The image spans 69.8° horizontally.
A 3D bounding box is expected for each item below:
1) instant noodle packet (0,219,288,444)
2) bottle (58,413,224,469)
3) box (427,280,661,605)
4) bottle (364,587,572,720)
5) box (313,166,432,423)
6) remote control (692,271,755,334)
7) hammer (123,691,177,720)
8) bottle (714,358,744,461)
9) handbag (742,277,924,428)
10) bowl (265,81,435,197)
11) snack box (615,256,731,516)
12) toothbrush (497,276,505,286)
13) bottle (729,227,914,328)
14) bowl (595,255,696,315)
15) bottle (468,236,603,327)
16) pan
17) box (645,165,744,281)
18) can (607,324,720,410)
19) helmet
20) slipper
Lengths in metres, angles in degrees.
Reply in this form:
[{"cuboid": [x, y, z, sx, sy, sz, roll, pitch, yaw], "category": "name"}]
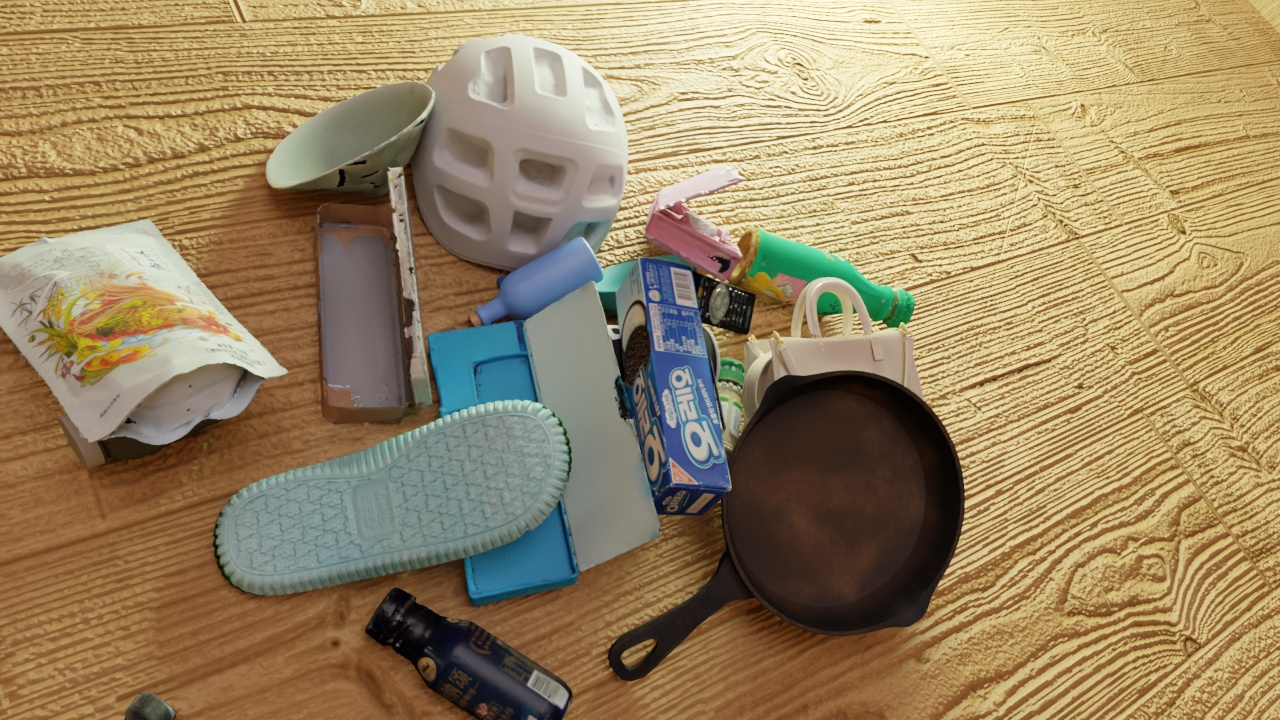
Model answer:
[{"cuboid": [-0.390, -0.036, 0.687, 0.146, 0.057, 0.269, -26, 48, -38], "category": "instant noodle packet"}, {"cuboid": [-0.371, 0.038, 0.692, 0.108, 0.060, 0.060, -31, 76, -35], "category": "bottle"}, {"cuboid": [-0.083, 0.068, 0.780, 0.174, 0.063, 0.243, -19, 64, 8], "category": "box"}, {"cuboid": [-0.128, 0.228, 0.685, 0.161, 0.056, 0.056, 34, 52, -2], "category": "bottle"}, {"cuboid": [-0.239, -0.054, 0.803, 0.107, 0.095, 0.216, -12, 64, -2], "category": "box"}, {"cuboid": [0.078, -0.056, 0.927, 0.140, 0.021, 0.045, 11, 90, -59], "category": "remote control"}, {"cuboid": [-0.223, 0.357, 0.580, 0.333, 0.033, 0.132, 34, 51, -2], "category": "hammer"}, {"cuboid": [0.080, 0.052, 0.897, 0.042, 0.043, 0.109, 20, 55, -12], "category": "bottle"}, {"cuboid": [0.186, 0.018, 0.896, 0.194, 0.101, 0.198, -4, 89, -26], "category": "handbag"}, {"cuboid": [-0.263, -0.193, 0.876, 0.174, 0.068, 0.173, -15, 40, 13], "category": "bowl"}, {"cuboid": [0.024, 0.017, 0.777, 0.059, 0.060, 0.226, 7, 55, -24], "category": "snack box"}, {"cuboid": [-0.084, -0.045, 0.900, 0.132, 0.016, 0.021, 33, 79, -2], "category": "toothbrush"}, {"cuboid": [0.205, -0.085, 1.022, 0.209, 0.068, 0.068, 17, 55, -14], "category": "bottle"}, {"cuboid": [0.004, -0.066, 0.918, 0.120, 0.121, 0.046, -25, 112, -34], "category": "bowl"}, {"cuboid": [-0.102, -0.067, 0.869, 0.131, 0.048, 0.048, -29, 73, -7], "category": "bottle"}, {"cuboid": [0.120, 0.157, 0.795, 0.355, 0.043, 0.249, -33, 97, -12], "category": "pan"}, {"cuboid": [0.063, -0.156, 0.909, 0.099, 0.099, 0.232, 30, 13, -4], "category": "box"}, {"cuboid": [-0.005, 0.005, 0.864, 0.145, 0.080, 0.080, -5, 62, -27], "category": "can"}, {"cuboid": [-0.119, -0.231, 0.951, 0.224, 0.184, 0.281, 17, 34, -19], "category": "helmet"}, {"cuboid": [-0.186, 0.112, 0.715, 0.276, 0.070, 0.116, -15, 71, -9], "category": "slipper"}]
